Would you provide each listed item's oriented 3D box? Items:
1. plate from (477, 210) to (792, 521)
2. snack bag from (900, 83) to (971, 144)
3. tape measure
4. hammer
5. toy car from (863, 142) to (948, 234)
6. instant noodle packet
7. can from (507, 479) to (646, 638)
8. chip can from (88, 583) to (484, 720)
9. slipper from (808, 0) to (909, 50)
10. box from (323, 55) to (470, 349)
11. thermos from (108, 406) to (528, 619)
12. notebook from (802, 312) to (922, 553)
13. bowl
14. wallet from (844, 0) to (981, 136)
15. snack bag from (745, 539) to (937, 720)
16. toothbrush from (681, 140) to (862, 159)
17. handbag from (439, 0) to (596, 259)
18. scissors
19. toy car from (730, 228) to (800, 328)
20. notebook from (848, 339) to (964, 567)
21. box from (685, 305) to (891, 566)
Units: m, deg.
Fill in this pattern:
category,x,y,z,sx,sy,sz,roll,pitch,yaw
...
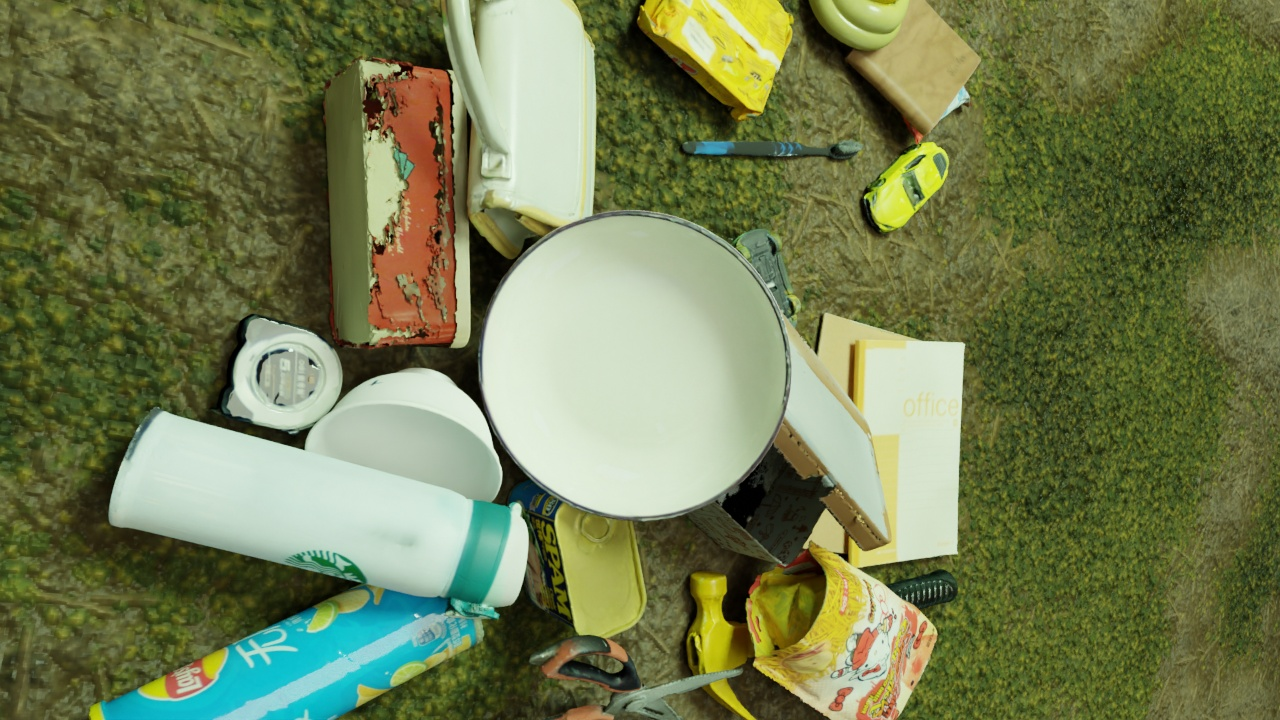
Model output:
category,x,y,z,sx,sy,sz,roll,pitch,yaw
plate,-0.003,0.003,0.571,0.192,0.039,0.192,2,102,7
snack bag,0.276,-0.241,0.858,0.104,0.026,0.048,-32,105,-26
tape measure,-0.217,0.010,0.557,0.066,0.034,0.065,19,83,-29
hammer,0.168,0.226,0.806,0.300,0.033,0.129,-4,95,-32
toy car,0.246,-0.159,0.840,0.105,0.032,0.048,-43,113,-22
instant noodle packet,0.058,-0.261,0.711,0.128,0.044,0.110,33,68,-32
can,-0.047,0.132,0.638,0.057,0.083,0.102,-15,100,-31
chip can,-0.203,0.188,0.550,0.209,0.071,0.071,-22,103,-29
slipper,0.196,-0.361,0.768,0.091,0.082,0.190,9,83,-15
box,-0.156,-0.091,0.557,0.078,0.091,0.168,-3,93,-35
thermos,-0.175,0.093,0.529,0.224,0.073,0.073,18,82,-14
notebook,0.203,0.073,0.836,0.147,0.008,0.207,12,86,-32
bowl,-0.142,0.044,0.577,0.118,0.119,0.064,34,37,-28
wallet,0.249,-0.273,0.829,0.101,0.020,0.115,41,67,-7
snack bag,0.174,0.237,0.762,0.208,0.073,0.128,39,71,-34
toothbrush,0.114,-0.178,0.767,0.189,0.016,0.014,-7,88,-31
handbag,-0.072,-0.158,0.553,0.063,0.178,0.163,-2,81,12
scissors,-0.019,0.239,0.653,0.224,0.015,0.189,-12,137,-20
toy car,0.098,-0.062,0.749,0.043,0.036,0.091,-24,105,-28
notebook,0.249,0.084,0.854,0.145,0.010,0.206,1,91,-33
box,0.104,0.054,0.680,0.182,0.166,0.150,45,70,-25
